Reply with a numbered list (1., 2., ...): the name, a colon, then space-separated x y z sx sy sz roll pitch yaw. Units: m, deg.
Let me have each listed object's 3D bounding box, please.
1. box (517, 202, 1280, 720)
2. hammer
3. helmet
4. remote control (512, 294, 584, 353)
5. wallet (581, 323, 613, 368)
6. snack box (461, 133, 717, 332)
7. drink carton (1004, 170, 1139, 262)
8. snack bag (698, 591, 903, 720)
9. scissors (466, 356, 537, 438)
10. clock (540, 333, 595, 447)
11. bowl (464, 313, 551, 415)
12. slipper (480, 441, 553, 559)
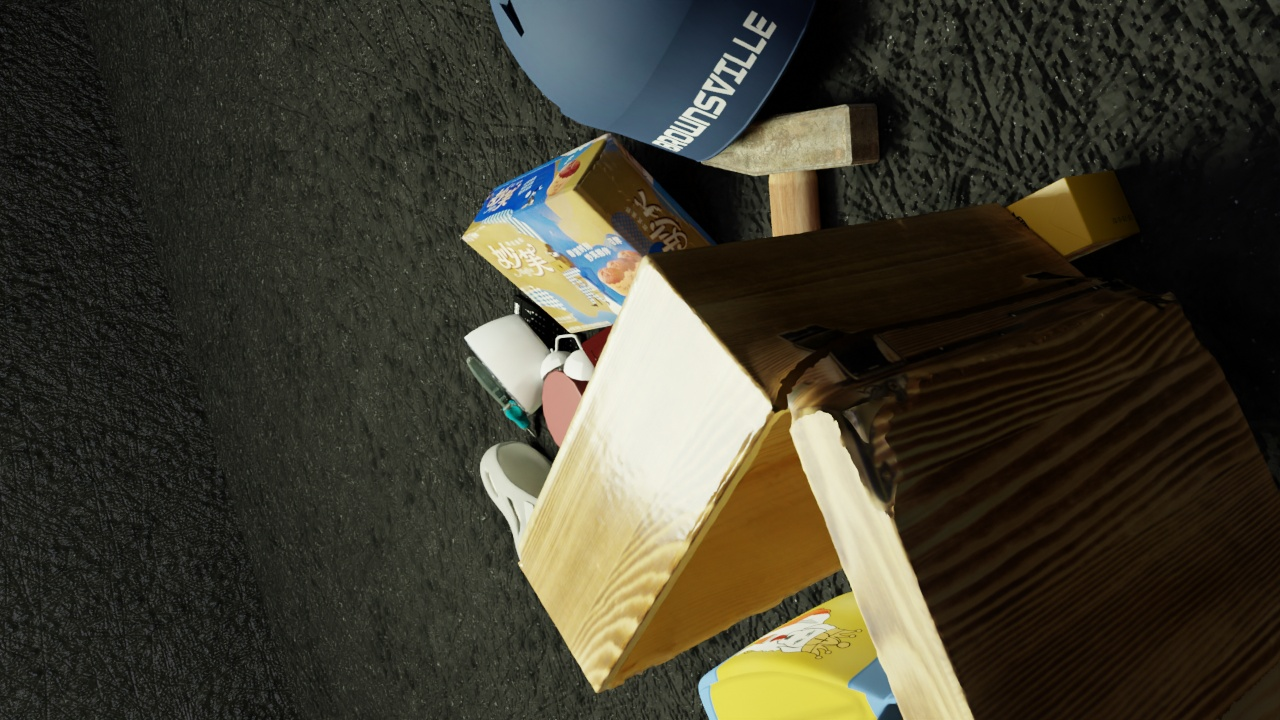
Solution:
1. box: 0.162 0.093 0.439 0.323 0.278 0.285 52 137 31
2. hammer: 0.124 -0.043 0.739 0.158 0.037 0.301 7 107 51
3. helmet: -0.005 -0.305 0.707 0.233 0.223 0.271 -45 28 47
4. remote control: -0.109 -0.039 1.063 0.140 0.009 0.030 32 125 43
5. wallet: -0.005 0.005 0.877 0.091 0.018 0.116 57 151 -4
6. snack box: -0.048 -0.107 0.847 0.155 0.069 0.203 42 152 -26
7. drink carton: 0.232 -0.070 0.572 0.123 0.058 0.040 -29 78 52
8. snack bag: 0.166 0.230 0.674 0.206 0.158 0.102 -40 71 49
9. scissors: -0.161 0.046 1.083 0.124 0.019 0.154 51 173 -2
10. clock: -0.063 0.040 0.969 0.096 0.048 0.137 -3 99 56
11. bowl: -0.138 -0.001 1.038 0.116 0.065 0.116 49 174 6
12. slipper: -0.093 0.174 1.047 0.265 0.112 0.081 53 126 35
